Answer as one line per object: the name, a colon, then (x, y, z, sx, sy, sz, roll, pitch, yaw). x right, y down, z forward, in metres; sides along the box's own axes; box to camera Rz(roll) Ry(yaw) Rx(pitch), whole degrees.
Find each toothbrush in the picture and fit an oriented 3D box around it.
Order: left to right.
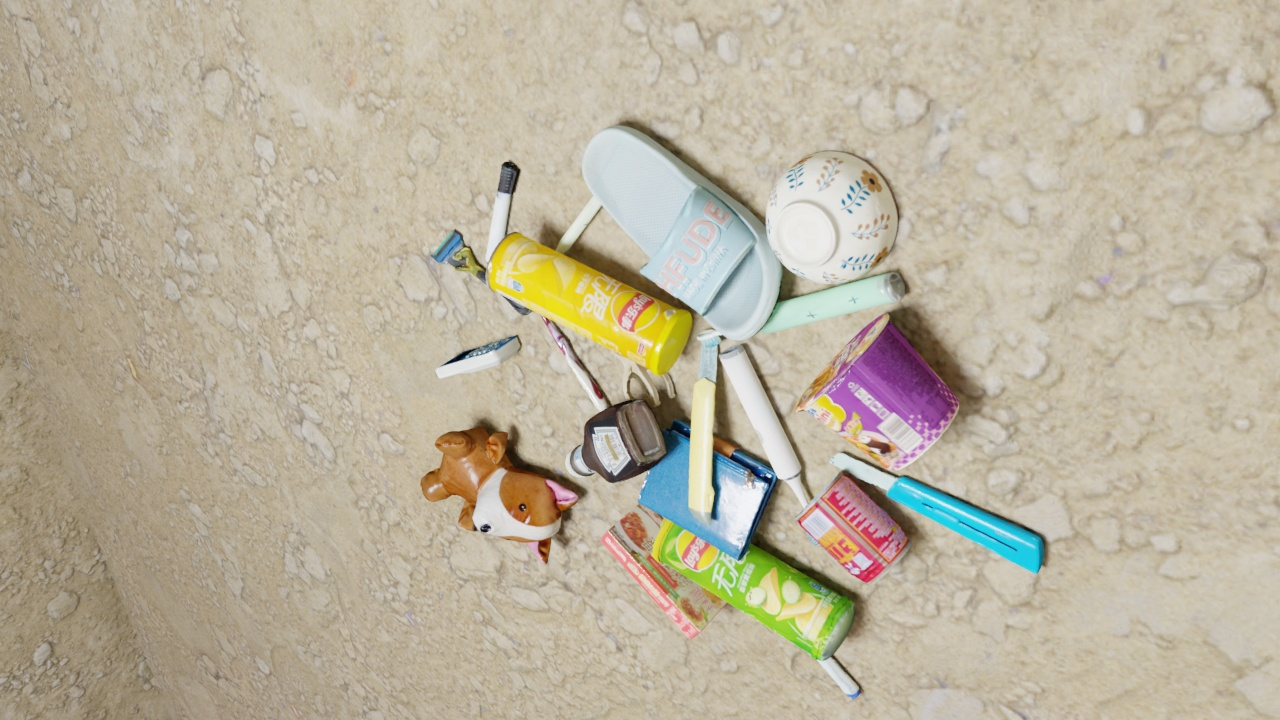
toothbrush: (-0.084, -0.018, 1.050, 0.017, 0.016, 0.187, -33, 90, 35)
toothbrush: (-0.071, -0.132, 0.973, 0.190, 0.020, 0.029, -48, 47, 43)
toothbrush: (0.137, 0.087, 0.916, 0.026, 0.026, 0.221, -26, 97, 6)
toothbrush: (0.137, -0.042, 0.844, 0.225, 0.026, 0.027, -14, 122, 43)

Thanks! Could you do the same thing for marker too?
marker: (-0.156, -0.161, 1.028, 0.022, 0.018, 0.131, 27, 128, 14)
marker: (0.186, 0.309, 1.004, 0.146, 0.016, 0.017, 48, 134, 8)

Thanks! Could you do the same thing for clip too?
clip: (-0.012, 0.013, 0.994, 0.104, 0.034, 0.081, 50, 134, 12)

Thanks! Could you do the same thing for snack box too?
snack box: (0.030, 0.238, 1.053, 0.153, 0.075, 0.026, 46, 133, 10)

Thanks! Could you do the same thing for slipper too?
slipper: (0.031, -0.123, 0.847, 0.245, 0.074, 0.104, 46, 123, 12)

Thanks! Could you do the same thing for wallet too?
wallet: (0.070, 0.134, 0.969, 0.133, 0.040, 0.106, 26, 104, 25)

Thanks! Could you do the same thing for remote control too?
remote control: (-0.201, -0.002, 1.131, 0.125, 0.048, 0.024, -13, 107, 43)

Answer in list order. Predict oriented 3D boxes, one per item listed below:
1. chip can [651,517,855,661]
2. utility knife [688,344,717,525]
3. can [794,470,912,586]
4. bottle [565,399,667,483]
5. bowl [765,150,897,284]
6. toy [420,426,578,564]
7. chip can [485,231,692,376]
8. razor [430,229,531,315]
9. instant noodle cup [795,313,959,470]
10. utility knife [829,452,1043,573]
chip can: (0.119, 0.235, 0.980, 0.221, 0.072, 0.073, 27, 128, 26)
utility knife: (0.064, 0.072, 0.935, 0.031, 0.020, 0.195, 6, 102, 29)
can: (0.203, 0.161, 0.873, 0.094, 0.066, 0.067, 44, 133, 13)
bottle: (-0.036, 0.098, 1.021, 0.195, 0.044, 0.080, -34, 78, 61)
bowl: (0.151, -0.113, 0.770, 0.113, 0.062, 0.114, 19, 125, 30)
toy: (-0.181, 0.168, 1.167, 0.199, 0.130, 0.140, 33, 125, 9)
chip can: (-0.055, -0.060, 0.946, 0.213, 0.071, 0.072, 26, 128, 18)
razor: (-0.181, -0.097, 1.083, 0.143, 0.022, 0.042, 37, 88, 14)
instant noodle cup: (0.206, 0.032, 0.780, 0.099, 0.111, 0.112, 41, 134, 1)
utility knife: (0.266, 0.132, 0.840, 0.207, 0.018, 0.034, 26, 128, 29)
